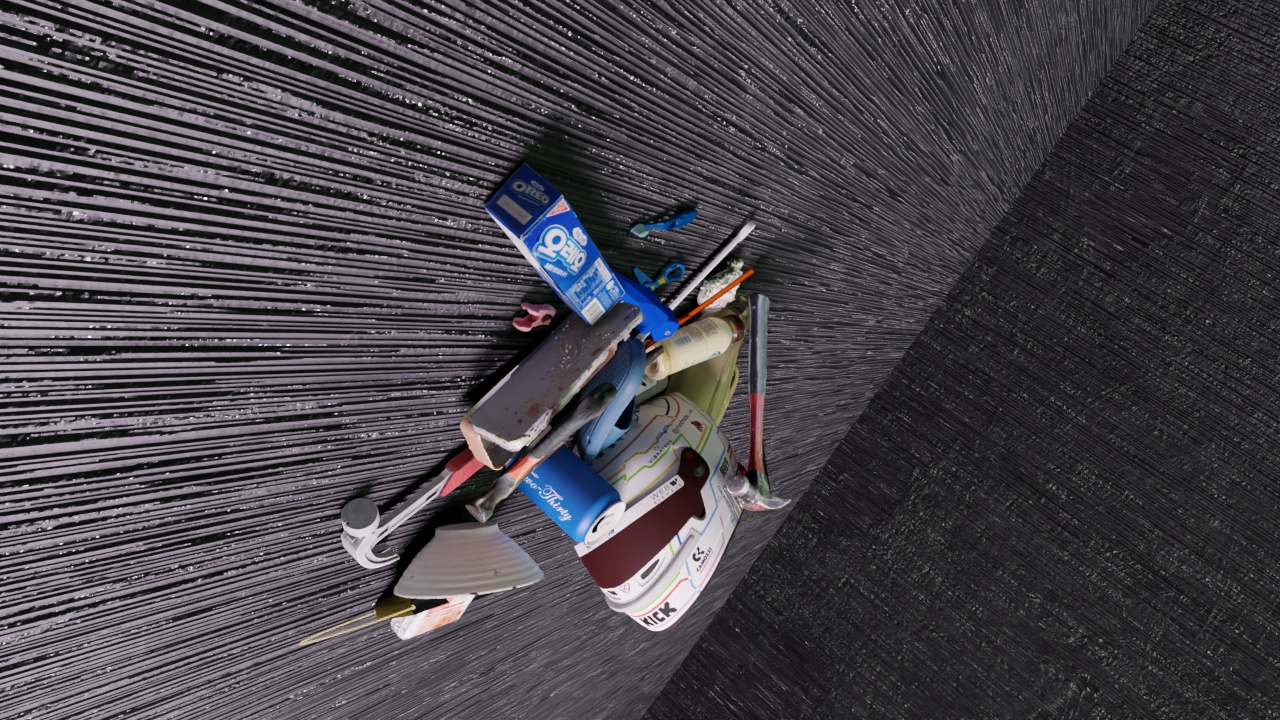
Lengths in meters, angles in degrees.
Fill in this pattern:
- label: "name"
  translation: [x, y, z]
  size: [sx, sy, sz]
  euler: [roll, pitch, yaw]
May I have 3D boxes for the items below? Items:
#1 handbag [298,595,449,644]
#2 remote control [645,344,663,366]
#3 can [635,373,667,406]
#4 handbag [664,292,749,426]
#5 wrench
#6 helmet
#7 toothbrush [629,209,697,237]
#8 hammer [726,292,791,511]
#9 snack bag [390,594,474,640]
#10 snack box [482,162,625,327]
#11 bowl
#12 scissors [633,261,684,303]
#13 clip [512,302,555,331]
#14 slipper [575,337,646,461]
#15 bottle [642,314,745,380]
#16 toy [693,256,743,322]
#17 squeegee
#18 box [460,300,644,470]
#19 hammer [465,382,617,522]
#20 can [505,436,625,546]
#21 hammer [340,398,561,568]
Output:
- label: "handbag"
  translation: [-0.311, 0.295, 1.056]
  size: [0.084, 0.027, 0.177]
  euler: [-18, 173, 38]
- label: "remote control"
  translation: [-0.007, 0.007, 1.182]
  size: [0.039, 0.010, 0.125]
  euler: [-40, -175, -27]
- label: "can"
  translation: [-0.008, 0.039, 1.264]
  size: [0.106, 0.044, 0.044]
  euler: [-28, 149, -45]
- label: "handbag"
  translation: [0.102, 0.021, 1.423]
  size: [0.190, 0.088, 0.233]
  euler: [-56, 164, -34]
- label: "wrench"
  translation: [0.064, -0.094, 1.227]
  size: [0.273, 0.009, 0.047]
  euler: [-46, 176, -16]
- label: "helmet"
  translation: [0.009, 0.186, 1.261]
  size: [0.232, 0.236, 0.313]
  euler: [-40, -172, 38]
- label: "toothbrush"
  translation: [0.031, -0.160, 1.064]
  size: [0.132, 0.016, 0.021]
  euler: [-24, 148, -49]
- label: "hammer"
  translation: [0.169, 0.056, 1.297]
  size: [0.140, 0.036, 0.325]
  euler: [38, 49, -49]
- label: "snack bag"
  translation: [-0.266, 0.317, 1.202]
  size: [0.077, 0.036, 0.115]
  euler: [-56, 158, 14]
- label: "snack box"
  translation: [-0.076, -0.103, 0.886]
  size: [0.059, 0.059, 0.226]
  euler: [-46, 158, -3]
- label: "bowl"
  translation: [-0.206, 0.233, 1.099]
  size: [0.177, 0.178, 0.071]
  euler: [2, 83, -64]
- label: "scissors"
  translation: [0.006, -0.085, 1.143]
  size: [0.131, 0.019, 0.105]
  euler: [-19, 140, -48]
- label: "clip"
  translation: [-0.111, -0.042, 0.960]
  size: [0.058, 0.022, 0.037]
  euler: [-13, 134, -60]
- label: "slipper"
  translation: [-0.033, 0.055, 1.126]
  size: [0.214, 0.059, 0.103]
  euler: [125, -27, -49]
- label: "bottle"
  translation: [0.074, -0.023, 1.273]
  size: [0.161, 0.056, 0.057]
  euler: [-22, 145, -32]
- label: "toy"
  translation: [0.110, -0.090, 1.305]
  size: [0.095, 0.041, 0.109]
  euler: [-38, 162, -36]
- label: "squeegee"
  translation: [0.002, -0.062, 1.084]
  size: [0.250, 0.055, 0.184]
  euler: [-35, 144, 14]
- label: "box"
  translation: [-0.087, 0.028, 0.991]
  size: [0.215, 0.096, 0.105]
  euler: [-46, 149, -28]
- label: "hammer"
  translation: [-0.096, 0.088, 0.956]
  size: [0.132, 0.033, 0.334]
  euler: [-44, -179, -28]
- label: "can"
  translation: [-0.095, 0.156, 1.135]
  size: [0.078, 0.146, 0.079]
  euler: [-42, 157, -23]
- label: "hammer"
  translation: [-0.196, 0.116, 1.033]
  size: [0.314, 0.036, 0.126]
  euler: [-39, 158, -32]
